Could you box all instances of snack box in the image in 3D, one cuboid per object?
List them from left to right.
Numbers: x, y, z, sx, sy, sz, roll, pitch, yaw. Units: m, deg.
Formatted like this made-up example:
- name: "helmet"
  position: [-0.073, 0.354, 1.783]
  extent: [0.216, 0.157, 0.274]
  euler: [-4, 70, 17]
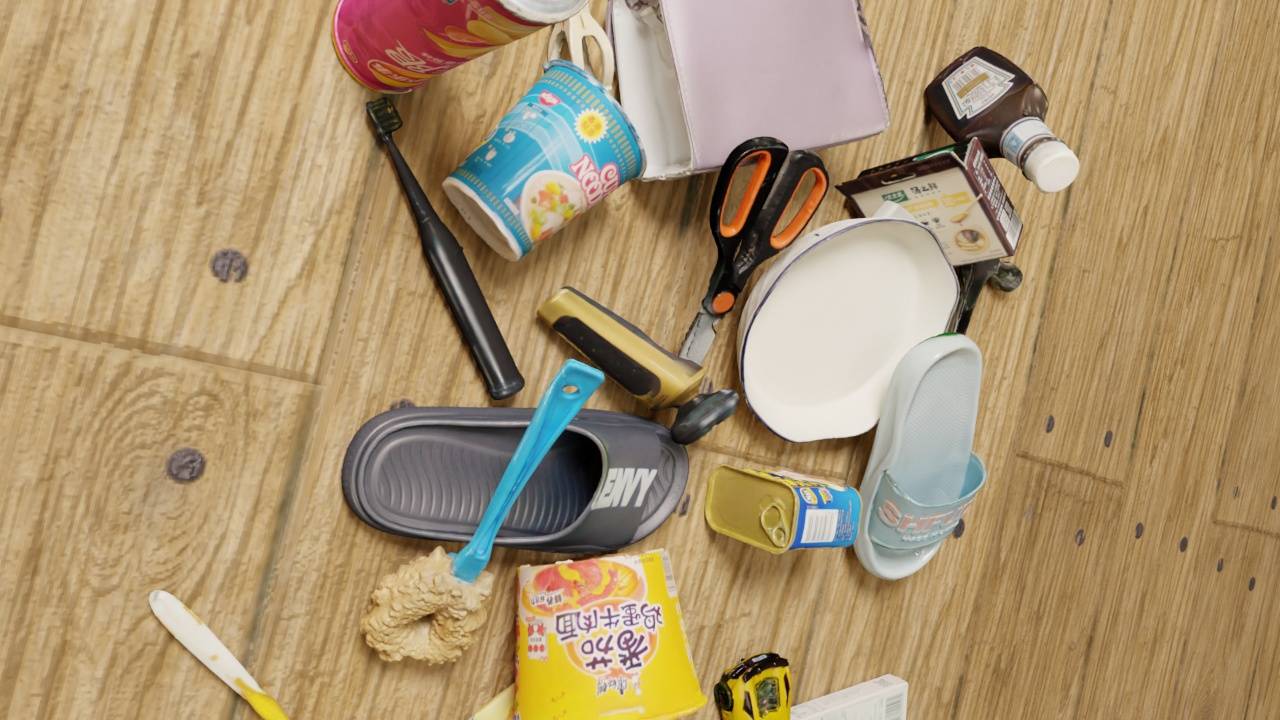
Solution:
- name: "snack box"
  position: [0.195, 0.362, 0.881]
  extent: [0.156, 0.027, 0.085]
  euler: [-2, 97, -34]
- name: "snack box"
  position: [0.252, -0.135, 0.803]
  extent: [0.125, 0.113, 0.053]
  euler: [50, 52, -28]

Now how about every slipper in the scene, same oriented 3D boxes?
- name: "slipper"
  position: [-0.066, 0.090, 0.641]
  extent: [0.267, 0.083, 0.110]
  euler: [7, 93, -33]
- name: "slipper"
  position: [0.256, 0.093, 0.804]
  extent: [0.104, 0.074, 0.246]
  euler: [-9, 119, -22]

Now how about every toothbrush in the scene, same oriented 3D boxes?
- name: "toothbrush"
  position: [-0.242, 0.211, 0.578]
  extent: [0.016, 0.018, 0.191]
  euler: [-43, 115, -25]
- name: "toothbrush"
  position: [-0.129, -0.071, 0.610]
  extent: [0.026, 0.027, 0.213]
  euler: [-59, 131, -59]

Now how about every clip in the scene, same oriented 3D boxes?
- name: "clip"
  position: [-0.045, -0.235, 0.638]
  extent: [0.034, 0.072, 0.100]
  euler: [-20, 110, -31]

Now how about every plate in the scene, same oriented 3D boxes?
- name: "plate"
  position: [0.167, -0.027, 0.765]
  extent: [0.204, 0.045, 0.205]
  euler: [-11, 123, -18]

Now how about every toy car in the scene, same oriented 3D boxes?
- name: "toy car"
  position: [0.105, 0.331, 0.809]
  extent: [0.071, 0.041, 0.156]
  euler: [-7, 101, -33]

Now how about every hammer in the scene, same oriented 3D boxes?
- name: "hammer"
  position: [0.293, 0.038, 0.906]
  extent: [0.126, 0.032, 0.323]
  euler: [20, 85, -34]

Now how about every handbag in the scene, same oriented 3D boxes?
- name: "handbag"
  position: [0.080, -0.221, 0.690]
  extent: [0.196, 0.098, 0.145]
  euler: [-18, 107, -30]

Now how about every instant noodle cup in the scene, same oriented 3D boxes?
- name: "instant noodle cup"
  position: [-0.068, -0.126, 0.612]
  extent: [0.109, 0.099, 0.099]
  euler: [-45, 118, -13]
- name: "instant noodle cup"
  position: [-0.029, 0.193, 0.644]
  extent: [0.137, 0.138, 0.109]
  euler: [0, 77, -34]

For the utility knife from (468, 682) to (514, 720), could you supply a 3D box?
- name: "utility knife"
  position: [-0.086, 0.246, 0.683]
  extent: [0.210, 0.022, 0.031]
  euler: [-34, 109, -33]

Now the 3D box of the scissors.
- name: "scissors"
  position: [0.051, -0.062, 0.684]
  extent: [0.235, 0.021, 0.141]
  euler: [-49, 133, 11]

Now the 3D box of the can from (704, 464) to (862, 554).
- name: "can"
  position: [0.118, 0.121, 0.757]
  extent: [0.083, 0.102, 0.057]
  euler: [7, 92, -37]

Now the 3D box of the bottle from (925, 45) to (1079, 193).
- name: "bottle"
  position: [0.315, -0.207, 0.796]
  extent: [0.080, 0.194, 0.044]
  euler: [-39, 125, 20]

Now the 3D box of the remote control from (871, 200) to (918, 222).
- name: "remote control"
  position: [0.183, -0.066, 0.793]
  extent: [0.058, 0.021, 0.150]
  euler: [34, 101, -35]

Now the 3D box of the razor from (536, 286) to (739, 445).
- name: "razor"
  position: [-0.004, 0.004, 0.675]
  extent: [0.167, 0.062, 0.067]
  euler: [37, 40, -16]

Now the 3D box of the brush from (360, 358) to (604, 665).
- name: "brush"
  position: [-0.097, 0.102, 0.580]
  extent: [0.083, 0.045, 0.255]
  euler: [25, 111, -23]

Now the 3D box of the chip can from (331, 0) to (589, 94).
- name: "chip can"
  position: [-0.105, -0.198, 0.500]
  extent: [0.071, 0.211, 0.071]
  euler: [-4, 97, -33]
